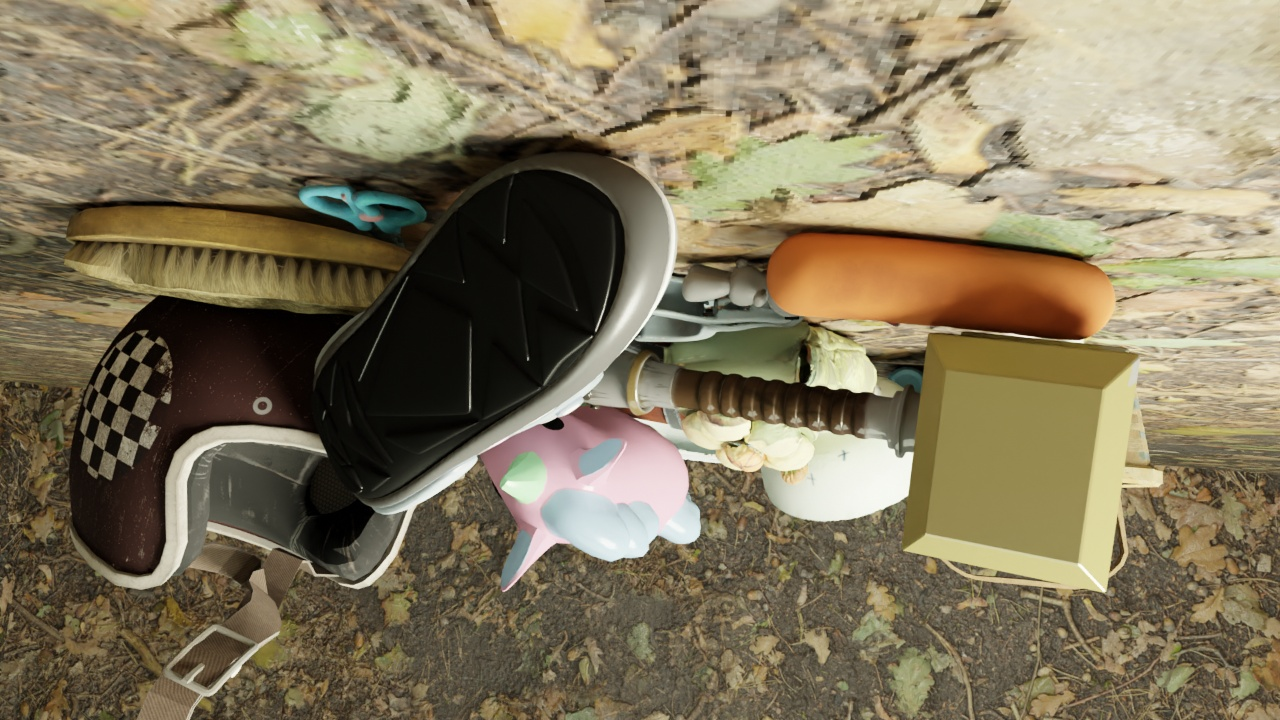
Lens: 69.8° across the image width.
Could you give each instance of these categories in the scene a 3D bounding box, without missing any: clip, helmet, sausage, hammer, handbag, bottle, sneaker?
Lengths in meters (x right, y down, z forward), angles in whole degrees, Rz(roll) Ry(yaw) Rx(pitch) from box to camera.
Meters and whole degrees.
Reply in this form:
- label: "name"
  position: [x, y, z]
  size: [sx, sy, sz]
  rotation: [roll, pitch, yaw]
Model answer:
- label: "clip"
  position: [-0.004, -0.036, 0.554]
  size: [0.164, 0.031, 0.169]
  rotation: [7, 172, -33]
- label: "helmet"
  position: [-0.233, 0.064, 0.574]
  size: [0.234, 0.253, 0.233]
  rotation: [20, 175, 25]
- label: "sausage"
  position: [0.140, -0.034, 0.423]
  size: [0.164, 0.039, 0.044]
  rotation: [5, 176, -6]
- label: "hammer"
  position: [0.088, 0.025, 0.518]
  size: [0.325, 0.101, 0.190]
  rotation: [8, -175, 26]
- label: "handbag"
  position: [0.103, 0.032, 0.676]
  size: [0.113, 0.117, 0.186]
  rotation: [1, 173, 34]
- label: "bottle"
  position: [0.264, 0.033, 0.914]
  size: [0.040, 0.040, 0.130]
  rotation: [3, 173, 15]
- label: "sneaker"
  position: [-0.042, -0.015, 0.442]
  size: [0.160, 0.093, 0.257]
  rotation: [-18, 169, -47]

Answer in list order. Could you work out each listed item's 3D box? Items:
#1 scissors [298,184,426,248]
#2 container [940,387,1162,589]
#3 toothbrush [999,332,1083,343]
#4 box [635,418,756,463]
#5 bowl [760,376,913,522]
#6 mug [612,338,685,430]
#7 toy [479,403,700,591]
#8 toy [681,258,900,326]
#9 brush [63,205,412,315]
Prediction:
- label: "scissors"
  position: [-0.129, -0.065, 0.454]
  size: [0.055, 0.015, 0.136]
  rotation: [4, 171, -6]
- label: "container"
  position: [0.331, 0.097, 0.786]
  size: [0.158, 0.186, 0.250]
  rotation: [3, 173, 13]
- label: "toothbrush"
  position: [0.235, -0.022, 0.579]
  size: [0.181, 0.018, 0.016]
  rotation: [13, 169, -39]
- label: "box"
  position: [0.076, 0.044, 0.858]
  size: [0.210, 0.105, 0.130]
  rotation: [6, 170, -18]
- label: "bowl"
  position: [0.169, 0.061, 0.781]
  size: [0.153, 0.073, 0.153]
  rotation: [-20, -154, 10]
- label: "mug"
  position: [-0.004, 0.004, 0.732]
  size: [0.111, 0.081, 0.117]
  rotation: [5, 157, 23]
- label: "toy"
  position: [-0.023, 0.089, 0.638]
  size: [0.222, 0.120, 0.171]
  rotation: [32, -167, -34]
- label: "toy"
  position: [0.078, -0.037, 0.480]
  size: [0.112, 0.030, 0.049]
  rotation: [6, -158, 11]
- label: "brush"
  position: [-0.207, -0.051, 0.475]
  size: [0.195, 0.043, 0.059]
  rotation: [7, 174, 7]
